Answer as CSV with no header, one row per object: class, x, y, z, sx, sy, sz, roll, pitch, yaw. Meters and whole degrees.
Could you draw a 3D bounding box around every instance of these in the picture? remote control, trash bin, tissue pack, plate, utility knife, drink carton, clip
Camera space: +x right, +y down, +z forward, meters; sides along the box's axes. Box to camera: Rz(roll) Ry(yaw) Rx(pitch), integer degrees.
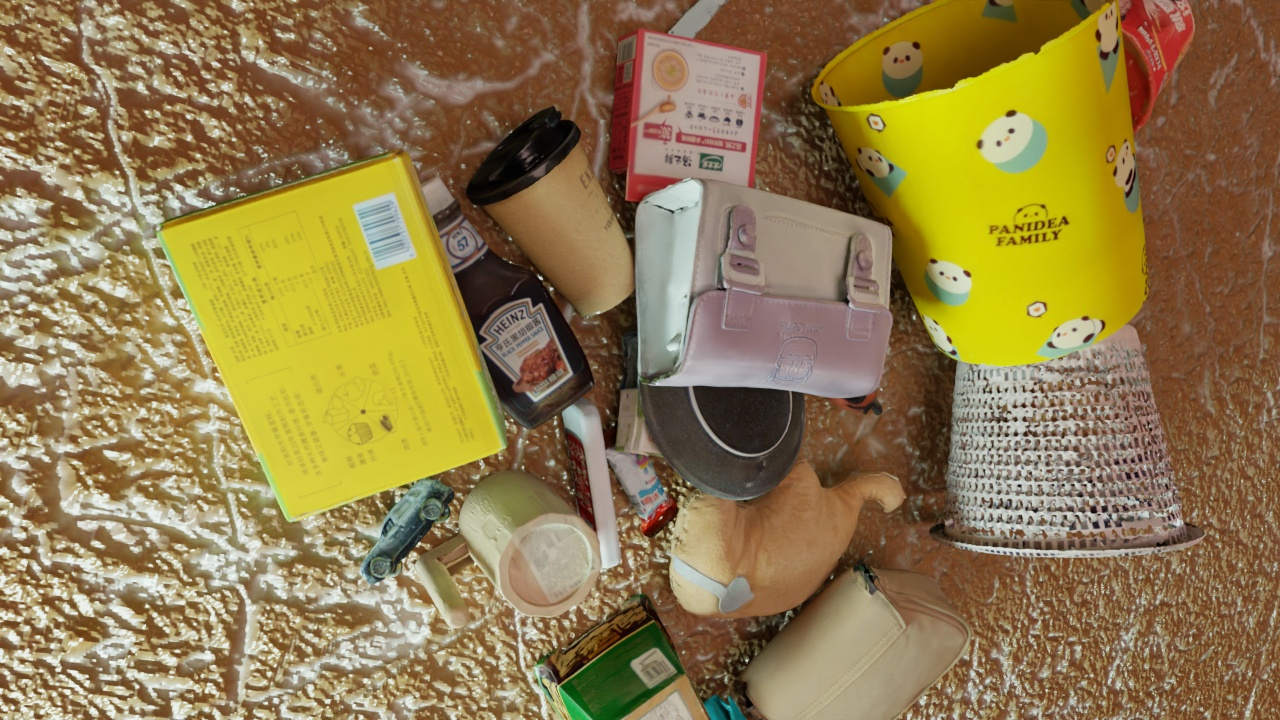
remote control,-0.040,0.096,0.730,0.020,0.056,0.136,-13,105,-19
trash bin,0.376,0.067,0.839,0.227,0.228,0.192,-3,88,-24
tissue pack,0.050,0.361,0.806,0.133,0.050,0.093,-32,111,1
plate,0.075,0.023,0.743,0.179,0.024,0.179,14,67,-35
utility knife,0.095,-0.327,0.733,0.214,0.018,0.034,-48,116,-11
trash bin,0.292,-0.150,0.750,0.229,0.230,0.255,-36,117,-15
drink carton,0.038,0.056,0.754,0.122,0.046,0.053,11,80,-33
clip,-0.004,0.005,0.750,0.025,0.032,0.057,-6,106,-21

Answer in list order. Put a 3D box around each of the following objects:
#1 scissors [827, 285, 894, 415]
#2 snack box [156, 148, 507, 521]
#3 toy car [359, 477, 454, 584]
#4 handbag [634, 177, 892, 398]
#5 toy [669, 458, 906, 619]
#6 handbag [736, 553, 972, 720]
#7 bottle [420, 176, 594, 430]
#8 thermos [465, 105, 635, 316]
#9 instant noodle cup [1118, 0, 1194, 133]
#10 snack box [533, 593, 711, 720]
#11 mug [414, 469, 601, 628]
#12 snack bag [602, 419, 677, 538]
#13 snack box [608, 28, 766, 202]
scissors,0.143,-0.035,0.782,0.227,0.015,0.188,44,61,-18
snack box,-0.196,-0.017,0.614,0.157,0.070,0.210,-19,107,-4
toy car,-0.175,0.127,0.684,0.034,0.043,0.090,38,79,2
handbag,0.097,-0.048,0.693,0.196,0.099,0.145,5,85,-32
toy,0.127,0.155,0.802,0.225,0.082,0.144,-9,120,-26
handbag,0.187,0.268,0.832,0.147,0.099,0.205,38,101,-30
bottle,-0.110,-0.043,0.681,0.079,0.044,0.195,-35,111,-12
thermos,-0.059,-0.105,0.671,0.093,0.093,0.143,-42,120,-12
instant noodle cup,0.420,-0.279,0.829,0.108,0.138,0.138,-42,113,-21
snack box,-0.001,0.281,0.753,0.118,0.106,0.117,-32,110,-17
mug,-0.101,0.144,0.685,0.124,0.104,0.084,-27,109,-18
snack bag,-0.002,0.096,0.762,0.045,0.026,0.105,-36,109,-28
snack box,0.036,-0.183,0.720,0.113,0.044,0.127,2,97,-25
